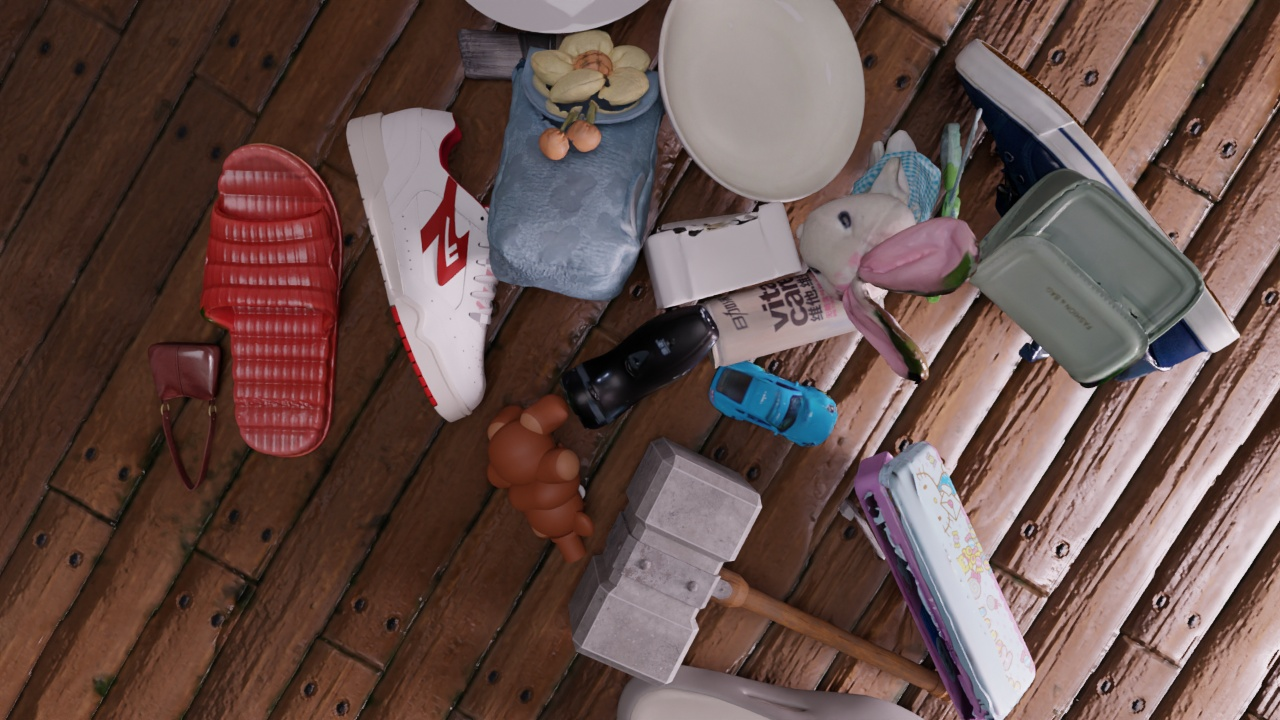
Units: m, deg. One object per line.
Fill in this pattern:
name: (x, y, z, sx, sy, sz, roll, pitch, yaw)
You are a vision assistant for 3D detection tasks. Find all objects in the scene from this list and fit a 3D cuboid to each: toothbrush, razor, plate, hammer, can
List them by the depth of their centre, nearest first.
toothbrush: (0.157, 0.122, 0.658, 0.010, 0.181, 0.010, 34, 96, 4)
plate: (-0.059, -0.328, 0.678, 0.188, 0.016, 0.188, -1, 73, 3)
plate: (0.087, -0.207, 0.686, 0.182, 0.034, 0.182, 0, 89, -27)
razor: (-0.004, 0.004, 0.695, 0.141, 0.063, 0.053, -33, 84, 32)
can: (0.115, -0.037, 0.710, 0.135, 0.054, 0.054, -15, 94, -1)
hammer: (0.120, 0.203, 0.724, 0.317, 0.083, 0.163, 26, 93, -9)

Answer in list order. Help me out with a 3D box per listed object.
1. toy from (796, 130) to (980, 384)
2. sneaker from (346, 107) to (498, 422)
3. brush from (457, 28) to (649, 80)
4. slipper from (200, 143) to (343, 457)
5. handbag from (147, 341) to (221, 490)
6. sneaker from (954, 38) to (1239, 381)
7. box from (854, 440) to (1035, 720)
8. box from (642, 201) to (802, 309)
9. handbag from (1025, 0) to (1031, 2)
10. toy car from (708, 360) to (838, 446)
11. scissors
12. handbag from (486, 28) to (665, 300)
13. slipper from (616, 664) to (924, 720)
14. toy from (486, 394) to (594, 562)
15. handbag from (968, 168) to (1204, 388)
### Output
toy: (0.165, -0.100, 0.649, 0.105, 0.131, 0.204, 11, 49, 0)
sneaker: (-0.140, -0.077, 0.699, 0.104, 0.090, 0.236, -15, 90, -6)
brush: (-0.068, -0.237, 0.719, 0.151, 0.012, 0.039, 2, 94, -1)
slipper: (-0.285, -0.044, 0.710, 0.103, 0.059, 0.249, -2, 95, 0)
handbag: (-0.362, 0.046, 0.734, 0.055, 0.029, 0.120, 2, 99, 2)
sneaker: (0.310, -0.102, 0.697, 0.127, 0.120, 0.294, -36, 95, 30)
box: (0.231, 0.171, 0.707, 0.065, 0.077, 0.214, -23, 94, 37)
box: (0.053, -0.093, 0.684, 0.107, 0.102, 0.091, -17, 92, 0)
handbag: (0.278, -0.368, 0.687, 0.158, 0.069, 0.127, 40, 107, -2)
toy car: (0.107, 0.034, 0.728, 0.105, 0.032, 0.048, 23, 93, -3)
scissors: (0.228, -0.113, 0.674, 0.021, 0.172, 0.171, 11, 49, 9)
handbag: (-0.046, -0.146, 0.659, 0.121, 0.119, 0.191, 13, 72, -6)
slipper: (0.111, 0.313, 0.716, 0.266, 0.080, 0.113, 16, 102, -1)
toy: (-0.072, 0.095, 0.720, 0.095, 0.065, 0.128, -12, 110, 42)
handbag: (0.299, -0.057, 0.623, 0.122, 0.067, 0.106, 41, 110, -4)
